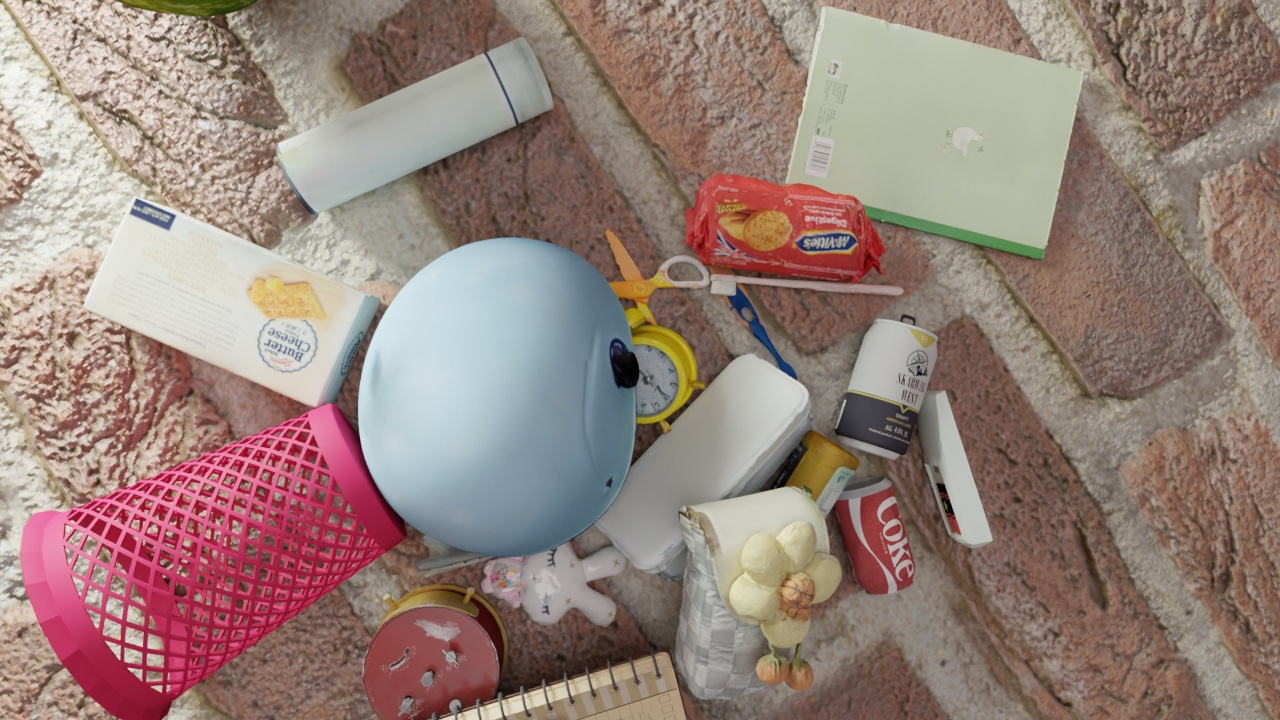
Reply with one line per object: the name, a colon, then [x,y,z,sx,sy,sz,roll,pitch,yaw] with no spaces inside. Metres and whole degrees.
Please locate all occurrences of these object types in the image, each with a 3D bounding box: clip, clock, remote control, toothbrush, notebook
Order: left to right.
clock: [-0.171,0.271,0.769,0.117,0.081,0.159,-4,89,-4]
clip: [-0.164,0.167,0.788,0.054,0.101,0.038,-10,83,40]
notebook: [-0.070,0.323,0.761,0.225,0.024,0.168,-15,125,-4]
clock: [-0.005,0.005,0.791,0.119,0.057,0.083,39,105,2]
toothbrush: [0.101,-0.035,0.828,0.021,0.017,0.135,-33,89,-8]
toothbrush: [0.151,-0.064,0.823,0.181,0.016,0.018,2,89,-10]
notebook: [0.270,-0.208,0.844,0.252,0.010,0.182,13,88,-4]
remote control: [0.273,0.099,0.820,0.024,0.049,0.143,-18,90,-5]

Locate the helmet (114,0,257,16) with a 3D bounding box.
helmet: [-0.353,-0.387,0.688,0.213,0.246,0.244,8,129,14]

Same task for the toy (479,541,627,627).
toy: [-0.075,0.190,0.794,0.125,0.037,0.076,11,80,-16]

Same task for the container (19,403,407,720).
container: [-0.316,0.143,0.725,0.225,0.183,0.183,-29,91,-12]

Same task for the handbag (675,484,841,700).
handbag: [0.090,0.193,0.716,0.112,0.123,0.172,-7,112,-24]

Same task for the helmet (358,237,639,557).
helmet: [-0.117,0.021,0.722,0.226,0.166,0.265,-1,80,18]

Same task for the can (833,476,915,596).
can: [0.207,0.155,0.812,0.054,0.054,0.096,-16,90,-4]

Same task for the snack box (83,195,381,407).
snack box: [-0.340,-0.048,0.774,0.208,0.057,0.104,23,88,-3]

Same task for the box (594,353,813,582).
box: [0.066,0.101,0.816,0.216,0.110,0.107,-44,50,-6]

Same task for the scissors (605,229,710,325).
scissors: [0.006,-0.065,0.822,0.129,0.011,0.125,-29,93,-5]

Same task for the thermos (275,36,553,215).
thermos: [-0.189,-0.200,0.783,0.230,0.068,0.068,-25,91,-5]

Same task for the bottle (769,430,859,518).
bottle: [0.120,0.151,0.801,0.053,0.053,0.186,31,96,-3]

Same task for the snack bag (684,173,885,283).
snack bag: [0.125,-0.115,0.800,0.176,0.082,0.082,5,89,-5]

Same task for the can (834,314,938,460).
can: [0.219,0.020,0.810,0.064,0.064,0.127,18,88,-4]
